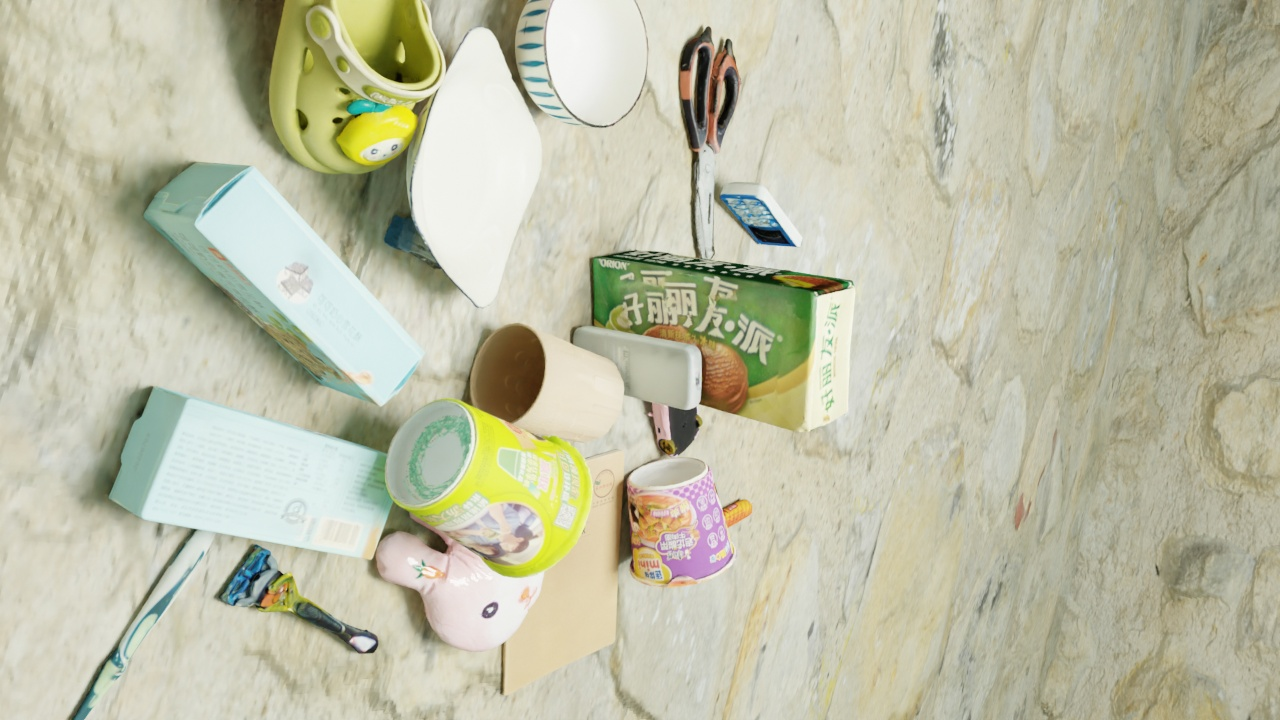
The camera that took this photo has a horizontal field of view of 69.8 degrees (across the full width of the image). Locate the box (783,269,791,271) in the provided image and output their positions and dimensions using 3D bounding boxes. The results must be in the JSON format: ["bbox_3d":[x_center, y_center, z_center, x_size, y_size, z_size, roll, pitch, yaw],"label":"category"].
[{"bbox_3d":[0.132,-0.024,0.996,0.163,0.076,0.087,-65,158,-11],"label":"box"}]

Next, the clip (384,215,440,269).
[{"bbox_3d":[-0.161,-0.085,0.680,0.058,0.038,0.026,34,69,-51],"label":"clip"}]

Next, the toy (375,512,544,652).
[{"bbox_3d":[-0.141,0.169,0.751,0.159,0.054,0.121,43,67,-37],"label":"toy"}]

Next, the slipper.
[{"bbox_3d":[-0.166,-0.182,0.552,0.091,0.081,0.191,-24,150,-39],"label":"slipper"}]

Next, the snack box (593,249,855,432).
[{"bbox_3d":[0.062,-0.024,0.783,0.063,0.240,0.114,-17,114,-44],"label":"snack box"}]

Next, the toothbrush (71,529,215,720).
[{"bbox_3d":[-0.322,0.187,0.571,0.016,0.018,0.191,47,65,-44],"label":"toothbrush"}]

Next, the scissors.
[{"bbox_3d":[0.075,-0.210,0.920,0.185,0.015,0.209,-55,135,-25],"label":"scissors"}]

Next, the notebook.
[{"bbox_3d":[-0.071,0.197,0.870,0.147,0.008,0.208,-10,108,-47],"label":"notebook"}]

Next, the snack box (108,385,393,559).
[{"bbox_3d":[-0.244,0.078,0.605,0.174,0.052,0.074,28,77,-50],"label":"snack box"}]

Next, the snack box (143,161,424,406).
[{"bbox_3d":[-0.220,-0.045,0.581,0.051,0.074,0.175,-55,135,-22],"label":"snack box"}]

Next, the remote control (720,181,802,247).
[{"bbox_3d":[0.128,-0.151,0.959,0.125,0.049,0.024,36,68,-56],"label":"remote control"}]

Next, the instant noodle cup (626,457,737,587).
[{"bbox_3d":[0.036,0.155,0.912,0.111,0.112,0.099,-21,108,-44],"label":"instant noodle cup"}]

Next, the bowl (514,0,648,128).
[{"bbox_3d":[-0.055,-0.243,0.722,0.116,0.066,0.116,-16,111,-47],"label":"bowl"}]

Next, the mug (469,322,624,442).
[{"bbox_3d":[-0.086,0.038,0.764,0.103,0.084,0.125,20,109,-51],"label":"mug"}]

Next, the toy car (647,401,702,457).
[{"bbox_3d":[0.033,0.045,0.929,0.056,0.037,0.122,-39,140,-32],"label":"toy car"}]

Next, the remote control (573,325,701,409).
[{"bbox_3d":[-0.005,0.005,0.794,0.020,0.136,0.056,-18,113,-48],"label":"remote control"}]

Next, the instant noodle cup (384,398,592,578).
[{"bbox_3d":[-0.113,0.086,0.657,0.123,0.112,0.111,42,69,-50],"label":"instant noodle cup"}]

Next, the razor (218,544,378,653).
[{"bbox_3d":[-0.237,0.185,0.666,0.042,0.022,0.143,-57,136,-20],"label":"razor"}]

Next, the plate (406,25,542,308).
[{"bbox_3d":[-0.126,-0.137,0.663,0.164,0.034,0.164,64,38,-63],"label":"plate"}]

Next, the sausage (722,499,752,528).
[{"bbox_3d":[0.077,0.188,1.027,0.164,0.021,0.021,-18,113,-46],"label":"sausage"}]
